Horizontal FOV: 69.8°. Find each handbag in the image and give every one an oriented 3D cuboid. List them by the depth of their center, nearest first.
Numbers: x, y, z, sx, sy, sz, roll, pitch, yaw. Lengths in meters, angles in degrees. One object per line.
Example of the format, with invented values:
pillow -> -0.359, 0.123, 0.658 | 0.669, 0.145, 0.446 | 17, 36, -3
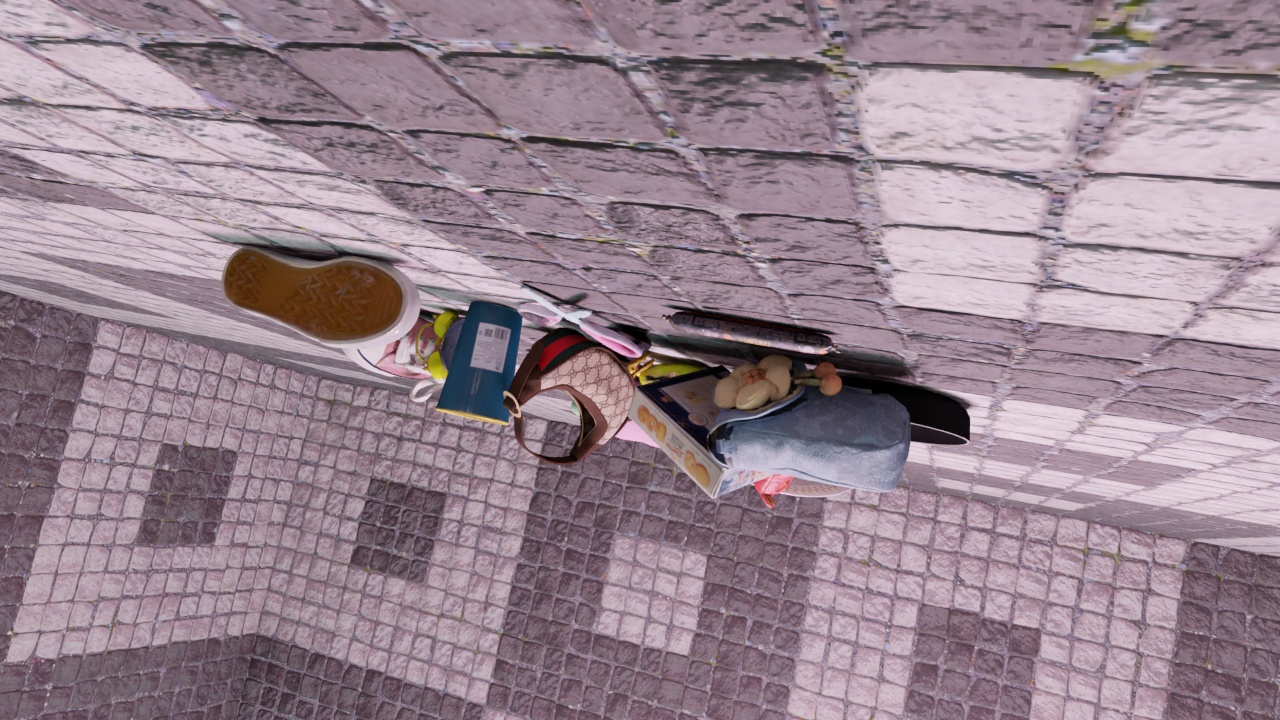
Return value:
handbag -> 0.164, 0.055, 0.888 | 0.192, 0.119, 0.121 | 9, -153, 21
handbag -> -0.080, 0.044, 0.998 | 0.063, 0.138, 0.166 | 28, 166, 37

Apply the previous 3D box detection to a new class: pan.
pan -> 0.272, 0.069, 1.103 | 0.204, 0.044, 0.356 | 11, 173, 7

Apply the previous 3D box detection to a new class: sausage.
sausage -> 0.093, -0.024, 0.777 | 0.155, 0.020, 0.020 | 10, 173, 12

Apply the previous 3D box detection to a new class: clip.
clip -> -0.008, 0.005, 1.089 | 0.045, 0.048, 0.054 | 27, -147, 9

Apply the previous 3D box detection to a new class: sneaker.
sneaker -> -0.301, -0.059, 0.897 | 0.236, 0.087, 0.079 | 11, 179, 27
sneaker -> -0.253, -0.006, 1.147 | 0.240, 0.118, 0.088 | 11, -165, -39

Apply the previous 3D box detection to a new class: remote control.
remote control -> -0.020, -0.016, 1.002 | 0.041, 0.020, 0.152 | 26, 170, -8

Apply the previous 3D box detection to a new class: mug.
mug -> -0.167, 0.002, 0.981 | 0.078, 0.121, 0.078 | 12, 173, 1

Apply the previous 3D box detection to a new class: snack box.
snack box -> 0.084, 0.071, 0.989 | 0.144, 0.043, 0.144 | -13, -136, -42

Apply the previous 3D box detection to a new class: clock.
clock -> -0.205, -0.014, 1.080 | 0.119, 0.083, 0.057 | 10, 180, -7

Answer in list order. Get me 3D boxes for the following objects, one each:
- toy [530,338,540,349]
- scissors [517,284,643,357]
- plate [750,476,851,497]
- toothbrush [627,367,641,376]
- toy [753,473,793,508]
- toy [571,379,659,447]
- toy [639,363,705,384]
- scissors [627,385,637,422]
toy -> -0.076, 0.006, 1.108 | 0.137, 0.067, 0.105 | 20, -166, -38
scissors -> -0.075, -0.041, 0.898 | 0.169, 0.014, 0.170 | 14, 171, 38
plate -> 0.180, 0.119, 1.241 | 0.242, 0.016, 0.242 | 10, -155, -5
toothbrush -> 0.000, 0.017, 1.189 | 0.135, 0.016, 0.021 | 21, 164, -20
toy -> 0.131, 0.107, 1.082 | 0.133, 0.094, 0.087 | 36, -133, 26
toy -> -0.001, 0.080, 1.396 | 0.171, 0.120, 0.222 | 10, 165, 25
toy -> 0.046, 0.026, 1.132 | 0.092, 0.043, 0.118 | 1, 175, 7
scissors -> -0.005, 0.050, 1.274 | 0.141, 0.014, 0.175 | 31, 143, 6
